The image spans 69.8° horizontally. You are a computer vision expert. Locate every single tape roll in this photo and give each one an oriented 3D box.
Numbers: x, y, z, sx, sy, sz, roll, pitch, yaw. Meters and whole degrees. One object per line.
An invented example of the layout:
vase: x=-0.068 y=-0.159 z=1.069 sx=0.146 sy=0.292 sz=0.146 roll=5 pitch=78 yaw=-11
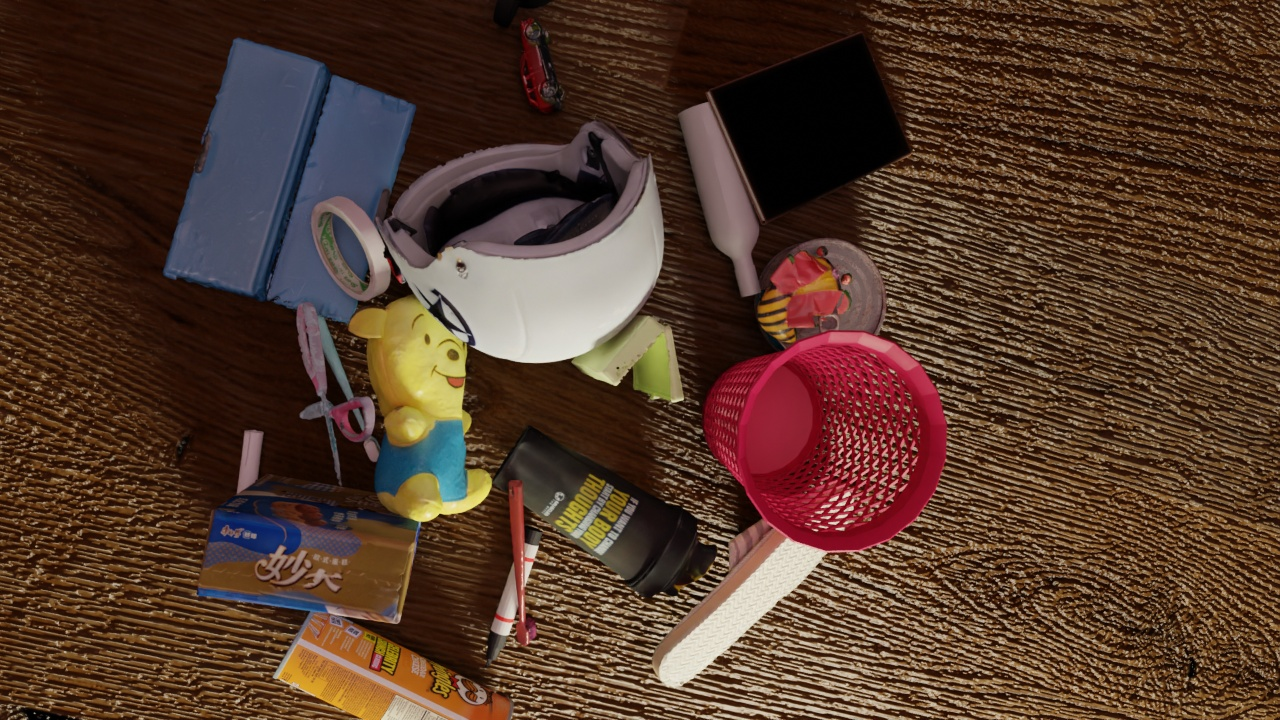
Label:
tape roll: x=-0.261 y=-0.100 z=0.825 sx=0.018 sy=0.094 sz=0.094 roll=-35 pitch=99 yaw=-38

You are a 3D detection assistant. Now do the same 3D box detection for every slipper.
slipper: x=0.111 y=0.218 z=0.925 sx=0.272 sy=0.114 sz=0.054 roll=-40 pitch=55 yaw=-18

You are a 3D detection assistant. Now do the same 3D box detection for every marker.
marker: x=-0.377 y=0.132 z=0.874 sx=0.017 sy=0.020 sz=0.133 roll=8 pitch=91 yaw=10
marker: x=-0.130 y=0.239 z=0.925 sx=0.019 sy=0.019 sz=0.145 roll=19 pitch=88 yaw=-11

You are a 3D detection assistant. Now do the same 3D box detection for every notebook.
notebook: x=0.178 y=-0.242 z=0.943 sx=0.208 sy=0.008 sz=0.141 roll=-27 pitch=97 yaw=-24

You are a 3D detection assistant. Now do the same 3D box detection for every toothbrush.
toothbrush: x=-0.115 y=0.199 z=0.893 sx=0.016 sy=0.016 sz=0.190 roll=-26 pitch=126 yaw=-45
toothbrush: x=-0.291 y=0.015 z=0.889 sx=0.016 sy=0.016 sz=0.180 roll=-23 pitch=94 yaw=-7

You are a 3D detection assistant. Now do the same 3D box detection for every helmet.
helmet: x=-0.097 y=-0.095 z=0.824 sx=0.236 sy=0.264 sz=0.164 roll=-31 pitch=127 yaw=-24

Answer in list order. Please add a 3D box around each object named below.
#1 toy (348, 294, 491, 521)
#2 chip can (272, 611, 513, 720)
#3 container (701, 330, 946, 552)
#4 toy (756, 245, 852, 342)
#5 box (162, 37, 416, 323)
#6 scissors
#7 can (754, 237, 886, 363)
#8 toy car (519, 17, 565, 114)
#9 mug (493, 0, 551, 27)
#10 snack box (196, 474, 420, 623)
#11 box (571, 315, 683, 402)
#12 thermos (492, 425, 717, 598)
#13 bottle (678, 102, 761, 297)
toy: x=-0.203 y=0.040 z=0.841 sx=0.084 sy=0.149 sz=0.214 roll=-12 pitch=82 yaw=13
chip can: x=-0.234 y=0.315 z=0.880 sx=0.215 sy=0.075 sz=0.075 roll=30 pitch=86 yaw=-10
container: x=0.146 y=0.064 z=0.865 sx=0.183 sy=0.226 sz=0.183 roll=0 pitch=92 yaw=-11
toy: x=0.162 y=-0.066 z=0.912 sx=0.103 sy=0.046 sz=0.084 roll=-44 pitch=112 yaw=-2
box: x=-0.325 y=-0.166 z=0.858 sx=0.176 sy=0.048 sz=0.231 roll=15 pitch=86 yaw=-12
scissors: x=-0.279 y=0.028 z=0.823 sx=0.013 sy=0.171 sz=0.172 roll=-12 pitch=90 yaw=-37
can: x=0.188 y=-0.061 z=0.961 sx=0.130 sy=0.044 sz=0.130 roll=0 pitch=92 yaw=-11
toy car: x=-0.099 y=-0.289 z=0.901 sx=0.036 sy=0.042 sz=0.091 roll=-9 pitch=99 yaw=9
mug: x=-0.111 y=-0.373 z=0.871 sx=0.078 sy=0.088 sz=0.113 roll=22 pitch=88 yaw=-11
snack box: x=-0.275 y=0.158 z=0.801 sx=0.155 sy=0.203 sz=0.069 roll=12 pitch=89 yaw=-11
box: x=-0.010 y=-0.008 z=0.855 sx=0.090 sy=0.188 sz=0.077 roll=20 pitch=89 yaw=-10
thermos: x=-0.037 y=0.152 z=0.907 sx=0.221 sy=0.098 sz=0.098 roll=33 pitch=86 yaw=-6
bottle: x=0.088 y=-0.161 z=0.935 sx=0.052 sy=0.052 sz=0.195 roll=-16 pitch=95 yaw=-10
